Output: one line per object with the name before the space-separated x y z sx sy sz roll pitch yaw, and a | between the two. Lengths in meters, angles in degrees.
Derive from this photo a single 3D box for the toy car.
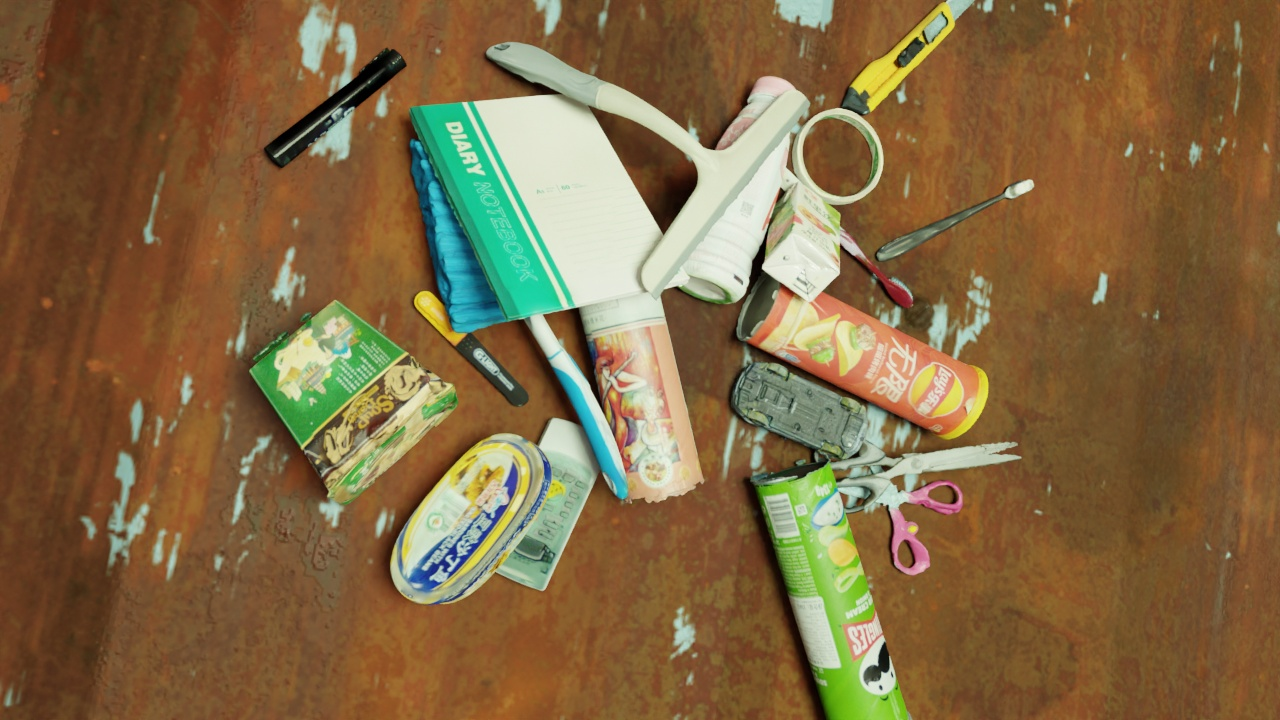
toy car | 0.138 0.044 0.797 0.120 0.037 0.054 23 79 -3

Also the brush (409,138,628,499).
brush | -0.097 -0.034 0.721 0.109 0.061 0.314 -11 81 -22

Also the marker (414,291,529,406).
marker | -0.136 -0.009 0.743 0.018 0.015 0.124 -45 100 -9

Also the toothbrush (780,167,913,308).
toothbrush | 0.183 -0.116 0.833 0.187 0.016 0.017 44 39 -6

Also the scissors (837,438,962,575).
scissors | 0.238 0.125 0.833 0.124 0.017 0.133 -28 90 -11

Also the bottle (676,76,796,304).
bottle | 0.086 -0.148 0.784 0.068 0.068 0.196 24 78 -12

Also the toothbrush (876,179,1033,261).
toothbrush | 0.297 -0.133 0.864 0.181 0.018 0.015 -26 96 -13

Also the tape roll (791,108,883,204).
tape roll | 0.180 -0.185 0.836 0.085 0.014 0.085 1 86 -15

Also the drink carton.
drink carton | 0.136 -0.101 0.771 0.053 0.122 0.046 35 121 -10

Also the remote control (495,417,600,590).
remote control | -0.076 0.115 0.749 0.056 0.019 0.135 27 80 -11

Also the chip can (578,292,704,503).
chip can | -0.004 0.004 0.748 0.071 0.071 0.214 -14 91 -15

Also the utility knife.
utility knife | 0.258 -0.297 0.862 0.197 0.015 0.033 -45 101 -13

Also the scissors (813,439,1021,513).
scissors | 0.237 0.083 0.804 0.174 0.014 0.141 -44 82 4

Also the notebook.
notebook | -0.072 -0.126 0.702 0.150 0.012 0.209 -14 62 -28

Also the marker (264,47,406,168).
marker | -0.241 -0.201 0.725 0.022 0.020 0.132 43 77 9

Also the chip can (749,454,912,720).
chip can | 0.161 0.203 0.779 0.072 0.072 0.236 -18 91 -15

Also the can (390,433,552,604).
can | -0.129 0.122 0.707 0.074 0.049 0.148 38 82 9

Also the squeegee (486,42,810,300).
squeegee | -0.022 -0.202 0.727 0.246 0.039 0.245 32 62 11

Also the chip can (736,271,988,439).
chip can | 0.192 -0.004 0.800 0.216 0.073 0.073 24 81 -11

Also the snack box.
snack box | -0.215 0.026 0.680 0.118 0.118 0.105 -42 85 -16
